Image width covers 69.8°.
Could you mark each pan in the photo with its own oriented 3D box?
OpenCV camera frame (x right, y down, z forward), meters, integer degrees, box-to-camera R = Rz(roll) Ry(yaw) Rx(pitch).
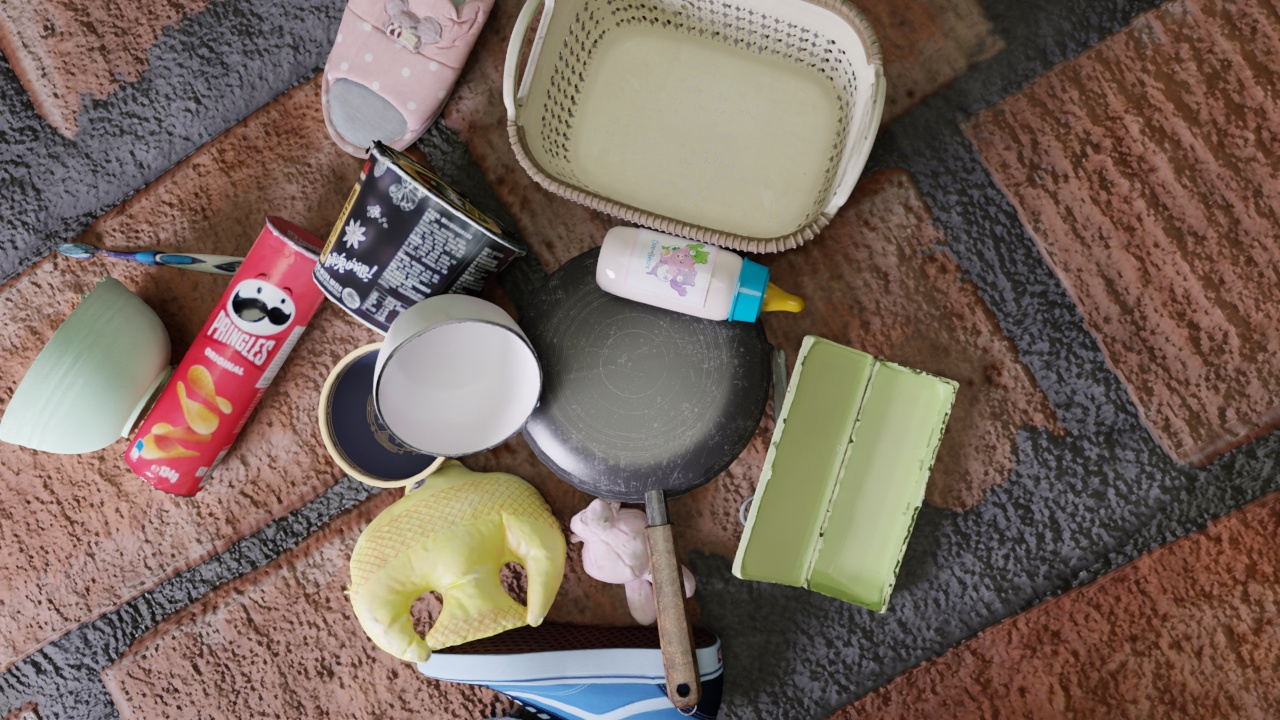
[{"bbox_3d":[0.008,0.080,0.675,0.208,0.040,0.356,-10,81,4],"label":"pan"}]

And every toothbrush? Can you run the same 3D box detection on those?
[{"bbox_3d":[-0.413,-0.088,0.786,0.189,0.017,0.016,6,91,8],"label":"toothbrush"}]

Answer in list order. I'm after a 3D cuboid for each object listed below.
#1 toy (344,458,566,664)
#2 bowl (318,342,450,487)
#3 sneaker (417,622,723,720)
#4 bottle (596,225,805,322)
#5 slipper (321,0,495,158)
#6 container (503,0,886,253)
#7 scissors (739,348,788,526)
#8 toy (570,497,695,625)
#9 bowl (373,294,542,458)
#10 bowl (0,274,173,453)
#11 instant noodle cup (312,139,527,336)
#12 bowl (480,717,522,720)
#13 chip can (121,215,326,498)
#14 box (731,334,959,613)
[{"bbox_3d":[-0.146,0.147,0.715,0.170,0.065,0.154,-17,62,-10],"label":"toy"},{"bbox_3d":[-0.190,0.041,0.734,0.112,0.061,0.112,0,91,8],"label":"bowl"},{"bbox_3d":[-0.057,0.261,0.710,0.241,0.083,0.098,0,91,5],"label":"sneaker"},{"bbox_3d":[0.043,-0.056,0.643,0.146,0.051,0.051,15,93,6],"label":"bottle"},{"bbox_3d":[-0.172,-0.288,0.730,0.114,0.054,0.274,30,94,7],"label":"slipper"},{"bbox_3d":[0.040,-0.178,0.657,0.246,0.142,0.184,19,93,7],"label":"container"},{"bbox_3d":[0.121,0.076,0.716,0.095,0.014,0.170,19,95,6],"label":"scissors"},{"bbox_3d":[-0.009,0.154,0.720,0.063,0.047,0.110,-37,96,10],"label":"toy"},{"bbox_3d":[-0.131,0.004,0.647,0.116,0.065,0.116,-10,126,-14],"label":"bowl"},{"bbox_3d":[-0.430,0.015,0.736,0.077,0.151,0.151,32,95,-18],"label":"bowl"},{"bbox_3d":[-0.173,-0.080,0.692,0.137,0.137,0.112,37,96,6],"label":"instant noodle cup"},{"bbox_3d":[-0.106,0.351,0.722,0.153,0.073,0.153,0,90,8],"label":"bowl"},{"bbox_3d":[-0.331,-0.001,0.749,0.073,0.073,0.233,35,96,6],"label":"chip can"},{"bbox_3d":[0.152,0.085,0.689,0.141,0.044,0.187,15,92,-18],"label":"box"}]
